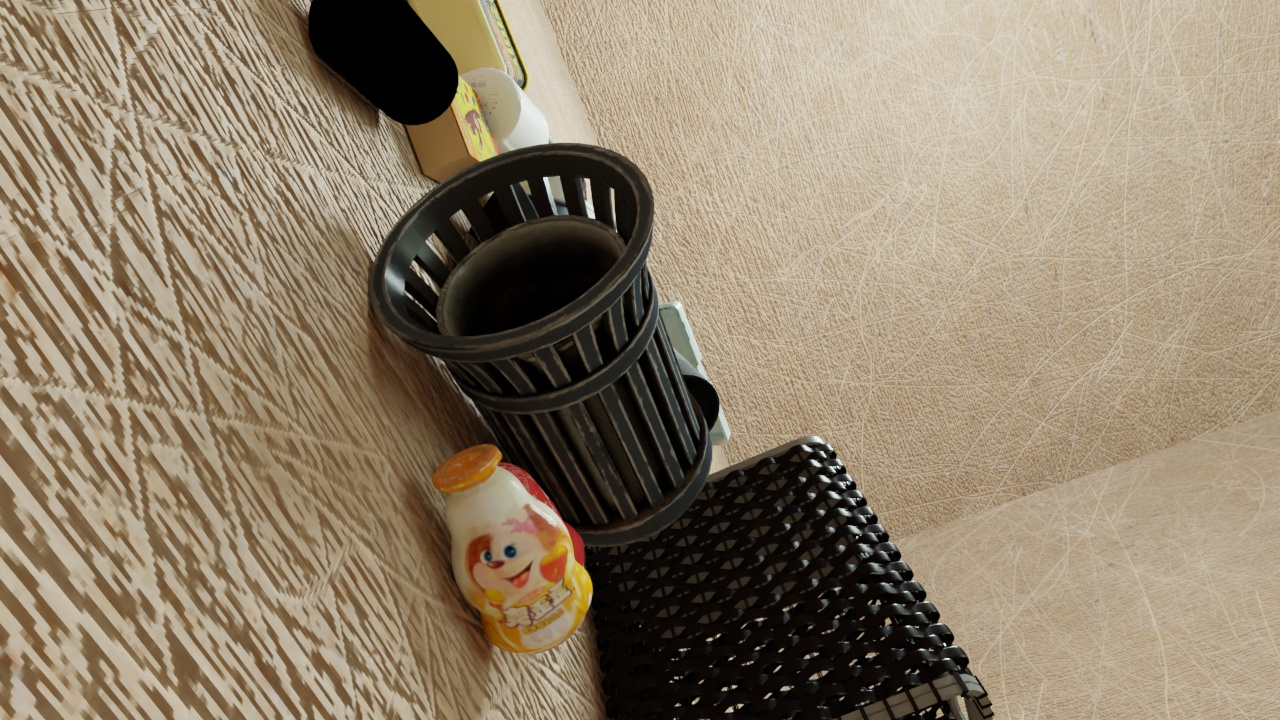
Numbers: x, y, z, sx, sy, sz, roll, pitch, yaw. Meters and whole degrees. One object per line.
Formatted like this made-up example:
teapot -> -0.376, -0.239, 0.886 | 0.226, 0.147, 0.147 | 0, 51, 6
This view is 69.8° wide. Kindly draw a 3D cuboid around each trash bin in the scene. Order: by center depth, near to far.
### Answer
trash bin -> -0.043, 0.005, 0.588 | 0.228, 0.164, 0.164 | 68, 5, -46

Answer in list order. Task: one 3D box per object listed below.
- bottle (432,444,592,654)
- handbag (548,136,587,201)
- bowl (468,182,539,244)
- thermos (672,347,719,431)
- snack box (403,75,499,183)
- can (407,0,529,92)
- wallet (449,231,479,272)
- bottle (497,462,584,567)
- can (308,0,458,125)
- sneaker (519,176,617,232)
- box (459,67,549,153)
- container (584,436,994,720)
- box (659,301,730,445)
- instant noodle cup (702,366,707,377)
bottle -> -0.069, 0.097, 0.477 | 0.063, 0.063, 0.109 | -95, 163, -68
handbag -> -0.129, -0.250, 1.120 | 0.145, 0.068, 0.170 | 92, -27, -63
bowl -> -0.111, -0.091, 0.777 | 0.124, 0.052, 0.124 | -20, 89, -84
thermos -> -0.006, 0.006, 0.944 | 0.082, 0.082, 0.240 | 66, -9, -30
snack box -> -0.158, -0.192, 0.765 | 0.125, 0.040, 0.088 | -9, 79, -84
can -> -0.175, -0.328, 0.932 | 0.101, 0.072, 0.131 | -71, 140, -76
wallet -> -0.112, -0.031, 0.704 | 0.099, 0.031, 0.120 | -106, 170, -59
bottle -> -0.073, 0.095, 0.552 | 0.142, 0.042, 0.041 | 62, 9, -48
can -> -0.168, -0.204, 0.608 | 0.114, 0.063, 0.063 | 33, 36, -80
sneaker -> -0.085, -0.112, 0.987 | 0.294, 0.121, 0.127 | 2, 97, -83
box -> -0.132, -0.220, 0.908 | 0.161, 0.081, 0.092 | 13, 71, -77
container -> 0.110, 0.246, 0.731 | 0.243, 0.246, 0.247 | -109, 174, -48
box -> 0.021, 0.031, 1.144 | 0.043, 0.136, 0.197 | -70, 140, -65
instant noodle cup -> 0.044, 0.073, 1.361 | 0.122, 0.123, 0.123 | 76, -1, -47
